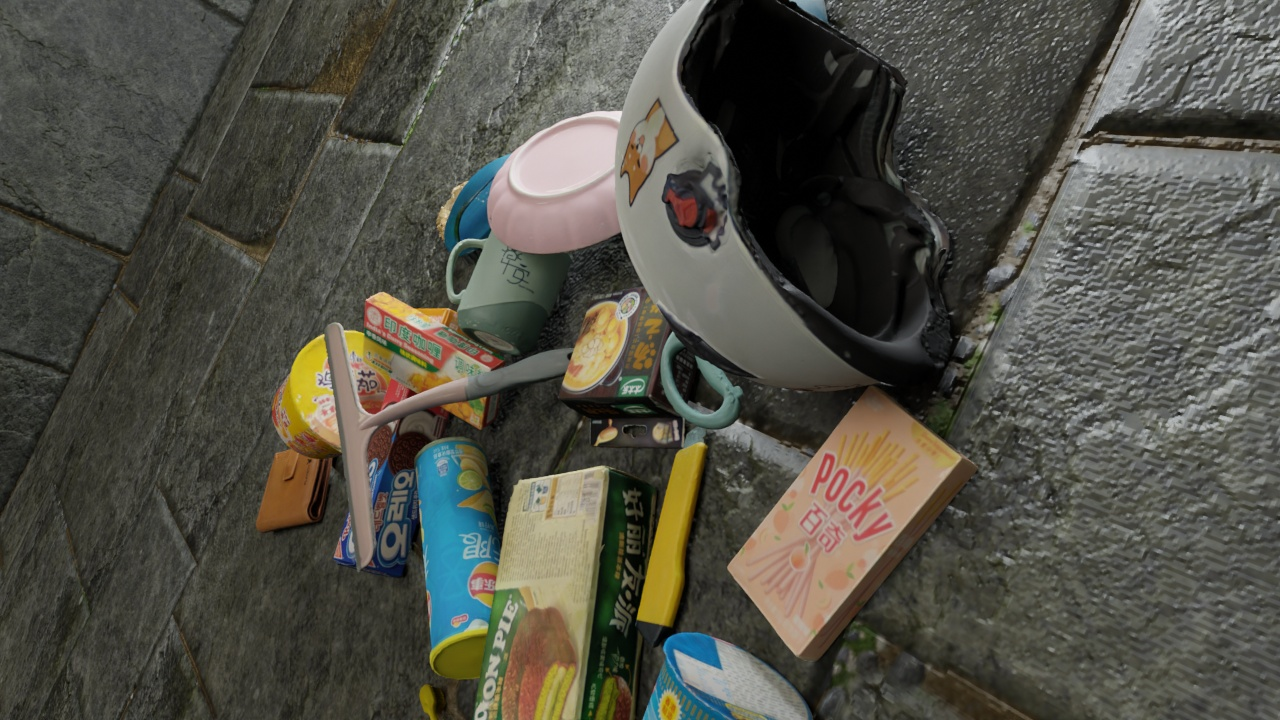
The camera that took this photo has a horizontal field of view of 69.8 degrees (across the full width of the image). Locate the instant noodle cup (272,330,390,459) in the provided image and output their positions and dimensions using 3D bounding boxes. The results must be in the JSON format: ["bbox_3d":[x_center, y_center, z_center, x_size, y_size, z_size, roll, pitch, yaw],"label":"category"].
[{"bbox_3d":[-0.347,0.048,1.042,0.110,0.138,0.137,-27,51,46],"label":"instant noodle cup"}]

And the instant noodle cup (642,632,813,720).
[{"bbox_3d":[0.036,0.239,0.554,0.099,0.099,0.110,35,104,50],"label":"instant noodle cup"}]

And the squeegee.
[{"bbox_3d":[-0.162,0.030,0.823,0.249,0.040,0.247,-18,64,1],"label":"squeegee"}]

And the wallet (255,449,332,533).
[{"bbox_3d":[-0.431,0.157,1.148,0.132,0.031,0.107,-16,60,40],"label":"wallet"}]

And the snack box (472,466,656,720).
[{"bbox_3d":[-0.059,0.205,0.691,0.115,0.063,0.239,-17,58,42],"label":"snack box"}]

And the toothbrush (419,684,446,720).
[{"bbox_3d":[-0.149,0.344,0.750,0.016,0.016,0.190,-51,42,12],"label":"toothbrush"}]

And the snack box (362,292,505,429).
[{"bbox_3d":[-0.207,-0.001,0.907,0.156,0.026,0.077,27,126,17],"label":"snack box"}]

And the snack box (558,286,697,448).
[{"bbox_3d":[-0.004,0.004,0.759,0.113,0.053,0.125,-5,61,46],"label":"snack box"}]

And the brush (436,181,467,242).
[{"bbox_3d":[-0.175,-0.113,1.019,0.083,0.046,0.254,-43,47,16],"label":"brush"}]

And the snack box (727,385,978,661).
[{"bbox_3d":[0.128,0.101,0.575,0.157,0.026,0.084,-55,40,10],"label":"snack box"}]

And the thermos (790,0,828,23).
[{"bbox_3d":[0.122,-0.238,0.738,0.070,0.070,0.220,-25,52,37],"label":"thermos"}]

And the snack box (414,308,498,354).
[{"bbox_3d":[-0.220,-0.030,0.985,0.154,0.075,0.026,3,71,48],"label":"snack box"}]

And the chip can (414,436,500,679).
[{"bbox_3d":[-0.157,0.167,0.807,0.071,0.071,0.210,-42,42,23],"label":"chip can"}]

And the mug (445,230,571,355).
[{"bbox_3d":[-0.138,-0.071,0.891,0.082,0.112,0.106,108,-177,-77],"label":"mug"}]

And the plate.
[{"bbox_3d":[-0.060,-0.177,0.856,0.193,0.039,0.192,-13,45,13],"label":"plate"}]

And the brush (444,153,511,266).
[{"bbox_3d":[-0.154,-0.168,0.970,0.143,0.073,0.055,-48,52,-7],"label":"brush"}]

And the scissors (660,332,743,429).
[{"bbox_3d":[0.079,-0.038,0.679,0.181,0.019,0.170,-22,57,18],"label":"scissors"}]

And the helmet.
[{"bbox_3d":[0.073,-0.094,0.582,0.157,0.229,0.273,-24,71,43],"label":"helmet"}]

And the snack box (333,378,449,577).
[{"bbox_3d":[-0.253,0.118,0.955,0.057,0.058,0.207,-6,65,49],"label":"snack box"}]

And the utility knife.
[{"bbox_3d":[0.027,0.126,0.679,0.033,0.015,0.170,0,68,41],"label":"utility knife"}]
